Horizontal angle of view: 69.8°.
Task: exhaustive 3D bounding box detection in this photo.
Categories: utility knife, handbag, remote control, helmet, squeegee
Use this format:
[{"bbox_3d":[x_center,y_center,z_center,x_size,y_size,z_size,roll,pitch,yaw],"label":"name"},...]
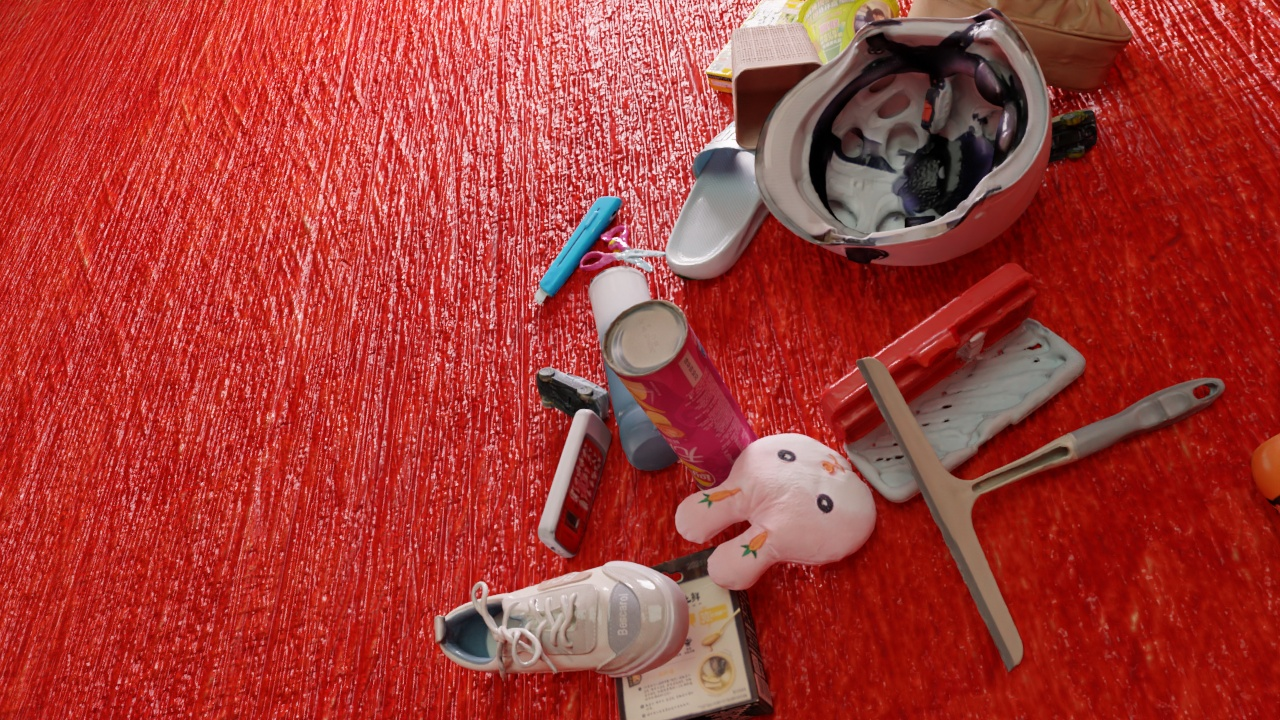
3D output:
[{"bbox_3d":[-0.075,-0.128,1.063,0.034,0.018,0.159,23,71,36],"label":"utility knife"},{"bbox_3d":[0.369,-0.343,0.895,0.204,0.100,0.147,13,48,-2],"label":"handbag"},{"bbox_3d":[-0.059,0.114,0.859,0.020,0.056,0.135,0,57,29],"label":"remote control"},{"bbox_3d":[0.251,-0.185,0.846,0.259,0.145,0.228,-8,68,38],"label":"helmet"},{"bbox_3d":[0.325,0.067,0.699,0.246,0.039,0.246,-23,76,-3],"label":"squeegee"}]

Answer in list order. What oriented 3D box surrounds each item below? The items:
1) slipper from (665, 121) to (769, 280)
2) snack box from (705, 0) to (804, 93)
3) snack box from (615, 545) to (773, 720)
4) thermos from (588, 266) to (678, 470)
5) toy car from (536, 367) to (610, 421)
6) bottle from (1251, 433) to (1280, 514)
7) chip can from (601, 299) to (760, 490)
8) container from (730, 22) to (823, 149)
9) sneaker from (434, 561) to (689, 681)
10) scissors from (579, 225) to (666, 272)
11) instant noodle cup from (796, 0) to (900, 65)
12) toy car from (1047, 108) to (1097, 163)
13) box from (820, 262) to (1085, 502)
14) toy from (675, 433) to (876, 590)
[{"bbox_3d":[0.098,-0.195,0.985,0.104,0.074,0.245,17,68,36],"label":"slipper"},{"bbox_3d":[0.153,-0.381,1.115,0.087,0.034,0.140,24,72,37],"label":"snack box"},{"bbox_3d":[0.034,0.228,0.733,0.113,0.053,0.125,-20,50,14],"label":"snack box"},{"bbox_3d":[-0.005,0.005,0.904,0.070,0.070,0.220,-22,51,12],"label":"thermos"},{"bbox_3d":[-0.069,0.034,0.931,0.091,0.043,0.034,22,42,33],"label":"toy car"},{"bbox_3d":[0.466,0.113,0.593,0.067,0.067,0.149,-24,58,10],"label":"bottle"},{"bbox_3d":[0.042,0.038,0.759,0.071,0.210,0.071,-14,52,18],"label":"chip can"},{"bbox_3d":[0.137,-0.289,0.949,0.090,0.090,0.110,-5,44,4],"label":"container"},{"bbox_3d":[-0.073,0.206,0.727,0.243,0.090,0.089,-21,58,39],"label":"sneaker"},{"bbox_3d":[-0.023,-0.111,1.007,0.083,0.017,0.138,-41,34,-5],"label":"scissors"},{"bbox_3d":[0.226,-0.327,0.996,0.112,0.111,0.123,-7,62,23],"label":"instant noodle cup"},{"bbox_3d":[0.383,-0.208,0.870,0.090,0.042,0.035,-17,29,10],"label":"toy car"},{"bbox_3d":[0.257,0.023,0.746,0.201,0.095,0.101,-35,59,-1],"label":"box"},{"bbox_3d":[0.111,0.121,0.740,0.159,0.054,0.121,-25,58,-22],"label":"toy"}]
